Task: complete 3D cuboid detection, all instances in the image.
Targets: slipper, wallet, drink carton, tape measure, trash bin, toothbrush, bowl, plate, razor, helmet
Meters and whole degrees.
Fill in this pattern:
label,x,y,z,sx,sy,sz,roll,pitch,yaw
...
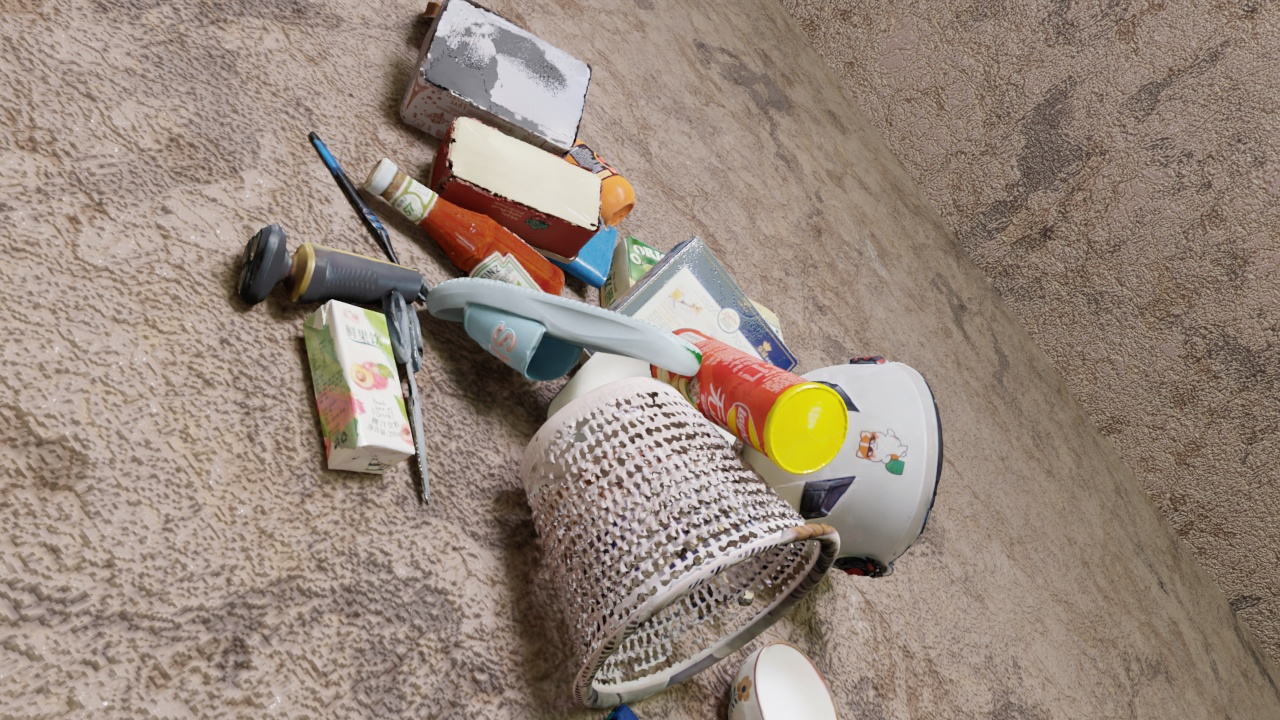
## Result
label,x,y,z,sx,sy,sz,roll,pitch,yaw
slipper,-0.068,-0.015,0.787,0.246,0.074,0.104,14,-1,17
wallet,-0.090,-0.144,1.009,0.133,0.040,0.106,31,37,-19
drink carton,-0.209,0.020,0.674,0.053,0.046,0.122,16,47,-53
tape measure,-0.012,0.295,0.683,0.058,0.025,0.054,54,32,-2
trash bin,0.009,0.128,0.724,0.227,0.228,0.192,9,39,-50
toothbrush,-0.240,-0.130,0.817,0.189,0.016,0.014,55,23,5
bowl,0.118,0.312,0.805,0.113,0.062,0.113,33,36,-28
plate,0.000,0.062,0.874,0.164,0.034,0.163,49,64,-10
razor,-0.240,-0.069,0.727,0.067,0.062,0.167,32,14,29
helmet,0.189,0.106,0.963,0.157,0.274,0.229,7,77,-4

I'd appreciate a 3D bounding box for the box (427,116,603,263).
label,x,y,z,sx,sy,sz,roll,pitch,yaw
box,-0.120,-0.175,0.919,0.168,0.080,0.091,18,54,-27

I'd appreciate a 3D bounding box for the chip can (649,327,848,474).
label,x,y,z,sx,sy,sz,roll,pitch,yaw
chip can,0.082,0.027,0.775,0.073,0.073,0.217,34,-2,-29

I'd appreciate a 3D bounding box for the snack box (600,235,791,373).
label,x,y,z,sx,sy,sz,roll,pitch,yaw
snack box,0.066,-0.043,1.070,0.240,0.063,0.114,23,41,-29

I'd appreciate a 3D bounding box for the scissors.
label,x,y,z,sx,sy,sz,roll,pitch,yaw
scissors,-0.177,0.029,0.732,0.135,0.014,0.175,-98,173,-78

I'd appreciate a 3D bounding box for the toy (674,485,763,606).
label,x,y,z,sx,sy,sz,roll,pitch,yaw
toy,0.079,0.176,0.902,0.105,0.066,0.157,13,33,-1

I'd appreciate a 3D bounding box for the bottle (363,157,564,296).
label,x,y,z,sx,sy,sz,roll,pitch,yaw
bottle,-0.164,-0.115,0.864,0.206,0.060,0.059,35,35,-27

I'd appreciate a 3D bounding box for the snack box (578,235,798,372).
label,x,y,z,sx,sy,sz,roll,pitch,yaw
snack box,0.048,-0.005,0.953,0.182,0.046,0.178,-44,101,-23

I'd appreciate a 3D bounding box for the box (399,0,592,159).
label,x,y,z,sx,sy,sz,roll,pitch,yaw
box,-0.156,-0.324,1.014,0.178,0.126,0.273,22,36,-23

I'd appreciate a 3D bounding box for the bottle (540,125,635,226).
label,x,y,z,sx,sy,sz,roll,pitch,yaw
bottle,-0.072,-0.229,1.109,0.149,0.067,0.066,50,30,8
